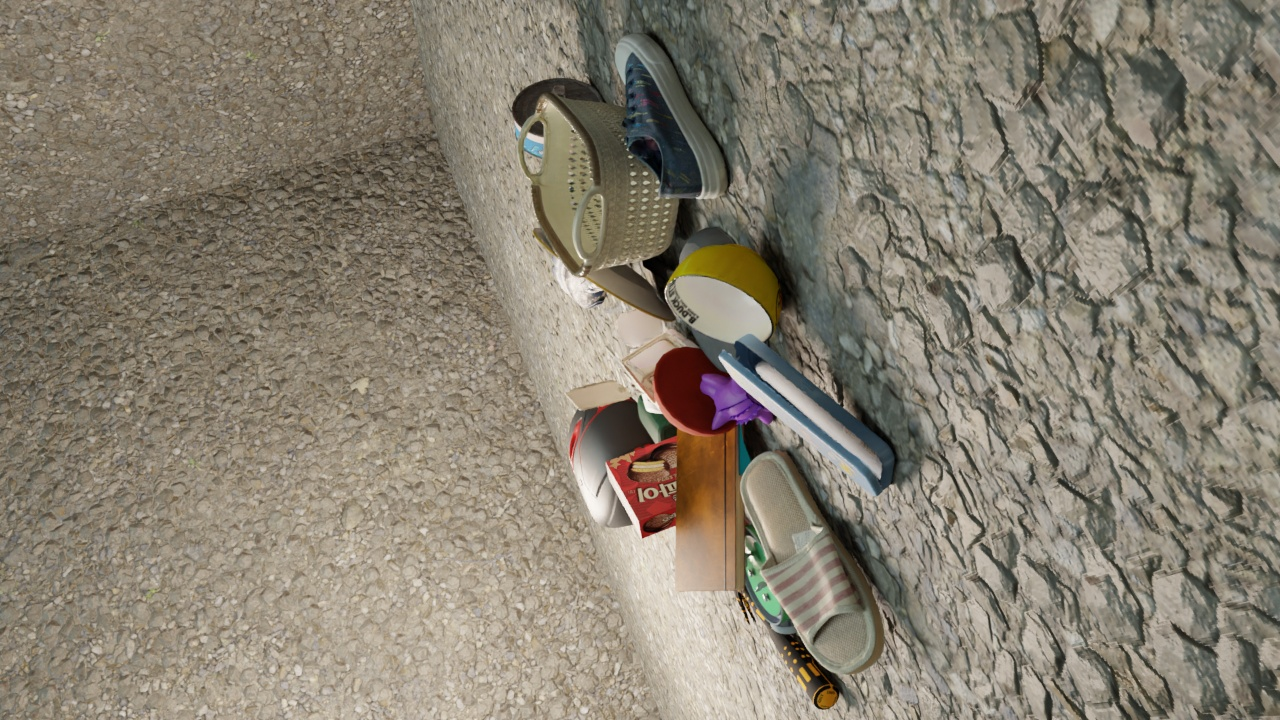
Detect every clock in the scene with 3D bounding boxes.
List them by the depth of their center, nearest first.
[{"bbox_3d":[0.164,0.269,1.125,0.122,0.075,0.162,-123,22,-48],"label":"clock"}]

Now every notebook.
[{"bbox_3d":[0.090,0.166,1.169,0.179,0.014,0.249,151,123,-62],"label":"notebook"}]

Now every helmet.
[{"bbox_3d":[-0.027,0.188,1.608,0.170,0.164,0.265,41,139,44],"label":"helmet"}]

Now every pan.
[{"bbox_3d":[0.059,-0.089,1.138,0.357,0.041,0.179,-137,31,-64],"label":"pan"}]

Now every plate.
[{"bbox_3d":[-0.045,-0.126,1.264,0.230,0.021,0.229,32,-168,-8],"label":"plate"}]

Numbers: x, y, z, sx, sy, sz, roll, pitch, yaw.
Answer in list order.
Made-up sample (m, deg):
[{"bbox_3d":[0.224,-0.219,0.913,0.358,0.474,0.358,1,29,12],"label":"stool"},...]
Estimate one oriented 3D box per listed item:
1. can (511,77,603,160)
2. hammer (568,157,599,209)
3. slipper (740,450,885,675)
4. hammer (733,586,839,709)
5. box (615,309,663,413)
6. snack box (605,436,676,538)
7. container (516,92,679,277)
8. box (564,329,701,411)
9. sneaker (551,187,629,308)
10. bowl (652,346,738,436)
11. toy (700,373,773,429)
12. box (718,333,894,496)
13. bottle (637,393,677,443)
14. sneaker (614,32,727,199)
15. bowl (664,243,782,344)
[{"bbox_3d":[-0.115,-0.343,1.302,0.044,0.130,0.130,89,158,-54],"label":"can"},{"bbox_3d":[-0.098,-0.305,1.403,0.031,0.119,0.330,46,-167,-32],"label":"hammer"},{"bbox_3d":[0.173,0.210,0.991,0.115,0.052,0.262,-53,45,33],"label":"slipper"},{"bbox_3d":[0.190,0.382,1.284,0.320,0.036,0.123,-135,28,-67],"label":"hammer"},{"bbox_3d":[0.019,-0.006,1.340,0.112,0.084,0.162,-154,48,-82],"label":"box"},{"bbox_3d":[0.045,0.172,1.313,0.132,0.152,0.036,-125,20,-51],"label":"snack box"},{"bbox_3d":[-0.053,-0.222,1.139,0.246,0.142,0.185,-122,32,-48],"label":"container"},{"bbox_3d":[0.005,0.010,1.195,0.145,0.185,0.095,38,137,55],"label":"box"},{"bbox_3d":[-0.067,-0.154,1.469,0.132,0.103,0.270,57,158,28],"label":"sneaker"},{"bbox_3d":[0.065,0.043,1.106,0.035,0.121,0.122,-53,54,48],"label":"bowl"},{"bbox_3d":[0.112,0.046,1.044,0.106,0.055,0.088,34,151,-15],"label":"toy"},{"bbox_3d":[0.149,0.055,0.871,0.210,0.049,0.066,45,158,39],"label":"box"},{"bbox_3d":[0.032,0.081,1.441,0.131,0.061,0.061,-125,23,-51],"label":"bottle"},{"bbox_3d":[0.012,-0.261,1.006,0.088,0.079,0.235,95,153,-60],"label":"sneaker"},{"bbox_3d":[0.091,-0.075,0.926,0.117,0.067,0.117,22,156,10],"label":"bowl"}]
